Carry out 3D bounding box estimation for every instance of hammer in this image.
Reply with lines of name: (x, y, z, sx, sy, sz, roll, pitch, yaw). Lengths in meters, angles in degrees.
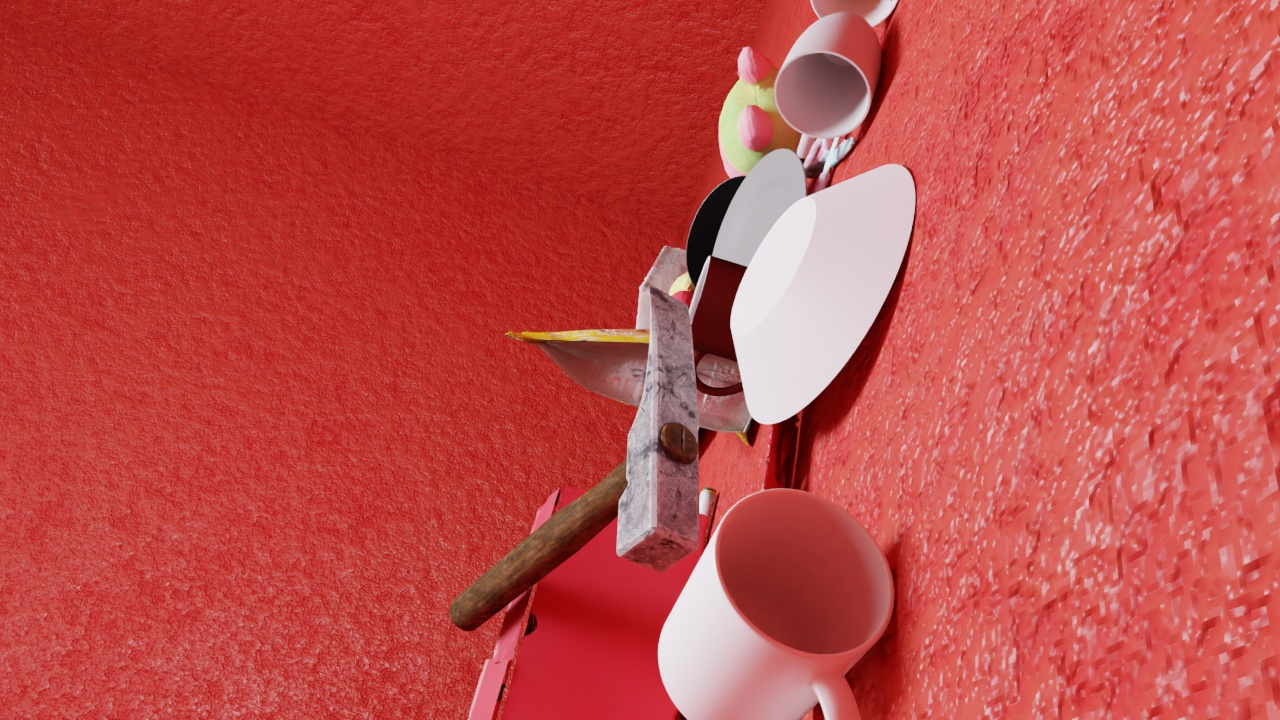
hammer: (-0.059, 0.102, 0.696, 0.302, 0.037, 0.217, -43, 31, 38)

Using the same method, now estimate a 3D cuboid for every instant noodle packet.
instant noodle packet: (-0.005, 0.005, 0.829, 0.163, 0.221, 0.084, -79, 3, -86)

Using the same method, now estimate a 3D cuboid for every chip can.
chip can: (0.185, -0.358, 0.791, 0.220, 0.069, 0.069, -75, 2, -48)

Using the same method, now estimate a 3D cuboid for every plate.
plate: (0.094, -0.048, 0.555, 0.174, 0.036, 0.173, -59, 13, 22)
plate: (0.106, -0.103, 0.829, 0.178, 0.012, 0.178, -166, 91, -71)

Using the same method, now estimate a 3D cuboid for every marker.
marker: (0.046, 0.184, 0.826, 0.017, 0.017, 0.146, 111, 175, -66)

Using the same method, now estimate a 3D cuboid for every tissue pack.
tissue pack: (0.033, -0.040, 1.142, 0.182, 0.071, 0.103, 101, -169, -47)

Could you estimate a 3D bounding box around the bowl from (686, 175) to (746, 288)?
bowl: (0.106, -0.117, 0.921, 0.124, 0.052, 0.124, -22, 62, 49)

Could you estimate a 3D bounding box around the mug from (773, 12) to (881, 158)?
mug: (0.145, -0.212, 0.710, 0.107, 0.071, 0.089, 103, -169, -50)

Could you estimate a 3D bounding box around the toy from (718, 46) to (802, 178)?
toy: (0.132, -0.225, 0.989, 0.237, 0.097, 0.191, 74, -157, -68)

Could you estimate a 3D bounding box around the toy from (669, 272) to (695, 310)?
toy: (0.041, -0.034, 0.972, 0.092, 0.045, 0.134, 98, -176, -58)

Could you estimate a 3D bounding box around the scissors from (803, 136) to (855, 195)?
scissors: (0.156, -0.164, 0.788, 0.175, 0.013, 0.171, -78, 5, -66)

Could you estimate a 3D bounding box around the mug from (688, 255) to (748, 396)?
mug: (0.077, -0.020, 0.718, 0.073, 0.082, 0.106, -81, 8, -78)

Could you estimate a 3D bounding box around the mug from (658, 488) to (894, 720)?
mug: (0.058, 0.123, 0.376, 0.091, 0.073, 0.110, 109, 152, -47)

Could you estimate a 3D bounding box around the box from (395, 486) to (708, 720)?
box: (-0.097, 0.265, 0.816, 0.376, 0.148, 0.212, -37, 29, 42)
